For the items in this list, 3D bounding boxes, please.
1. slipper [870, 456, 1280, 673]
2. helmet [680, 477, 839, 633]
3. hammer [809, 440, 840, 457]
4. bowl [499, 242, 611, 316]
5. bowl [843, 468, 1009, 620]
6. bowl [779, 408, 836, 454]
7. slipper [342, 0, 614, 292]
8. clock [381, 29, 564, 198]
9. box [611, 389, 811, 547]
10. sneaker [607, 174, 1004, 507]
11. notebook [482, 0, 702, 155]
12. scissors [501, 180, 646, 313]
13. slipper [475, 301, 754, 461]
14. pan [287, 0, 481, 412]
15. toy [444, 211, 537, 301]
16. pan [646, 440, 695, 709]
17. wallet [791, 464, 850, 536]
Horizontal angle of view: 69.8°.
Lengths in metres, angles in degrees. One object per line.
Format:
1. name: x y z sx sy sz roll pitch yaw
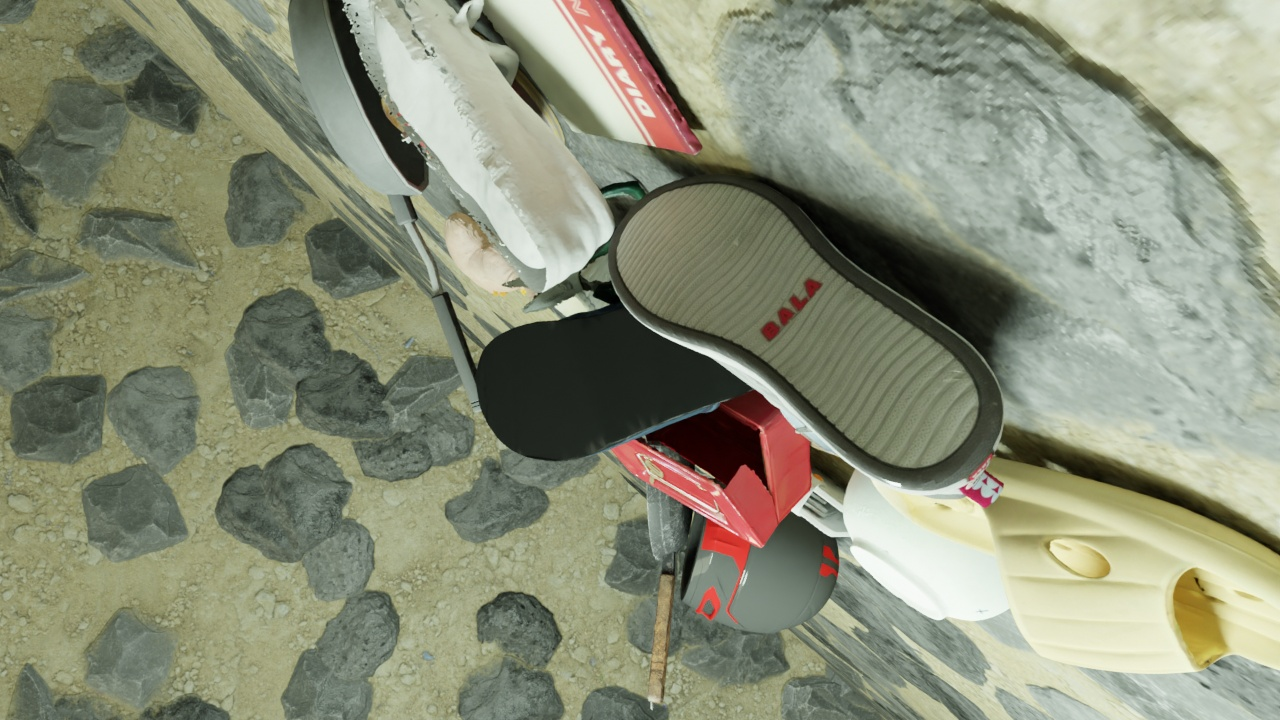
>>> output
1. slipper: 0.218 0.111 0.496 0.262 0.079 0.111 19 154 54
2. helmet: 0.140 0.227 1.050 0.170 0.164 0.265 12 161 1
3. hammer: 0.095 0.041 0.830 0.129 0.040 0.322 51 166 -21
4. bowl: -0.060 -0.086 0.800 0.115 0.062 0.115 40 169 9
5. bowl: 0.212 0.139 0.684 0.153 0.072 0.153 40 169 9
6. bowl: 0.128 0.030 0.623 0.114 0.045 0.114 41 170 9
7. slipper: -0.104 -0.158 0.558 0.247 0.074 0.112 53 142 4
8. clock: -0.113 -0.157 0.655 0.159 0.081 0.117 39 169 19
9. box: 0.054 0.059 0.745 0.157 0.112 0.134 27 157 35
10. sneaker: 0.087 -0.011 0.497 0.263 0.097 0.128 40 -179 37
11. notebook: -0.061 -0.199 0.486 0.209 0.012 0.153 50 169 -33
12. scissors: -0.023 -0.054 0.713 0.142 0.015 0.210 38 145 -20
13. slipper: -0.004 0.004 0.684 0.083 0.266 0.109 -14 -93 -58
14. pan: -0.190 -0.125 0.721 0.178 0.041 0.357 -91 -18 -79
15. toy: -0.184 -0.108 1.170 0.196 0.065 0.264 46 172 7
16. pan: 0.033 0.195 1.011 0.040 0.356 0.208 -1 160 9
17. wallet: 0.150 0.114 0.840 0.115 0.037 0.118 37 -172 29
